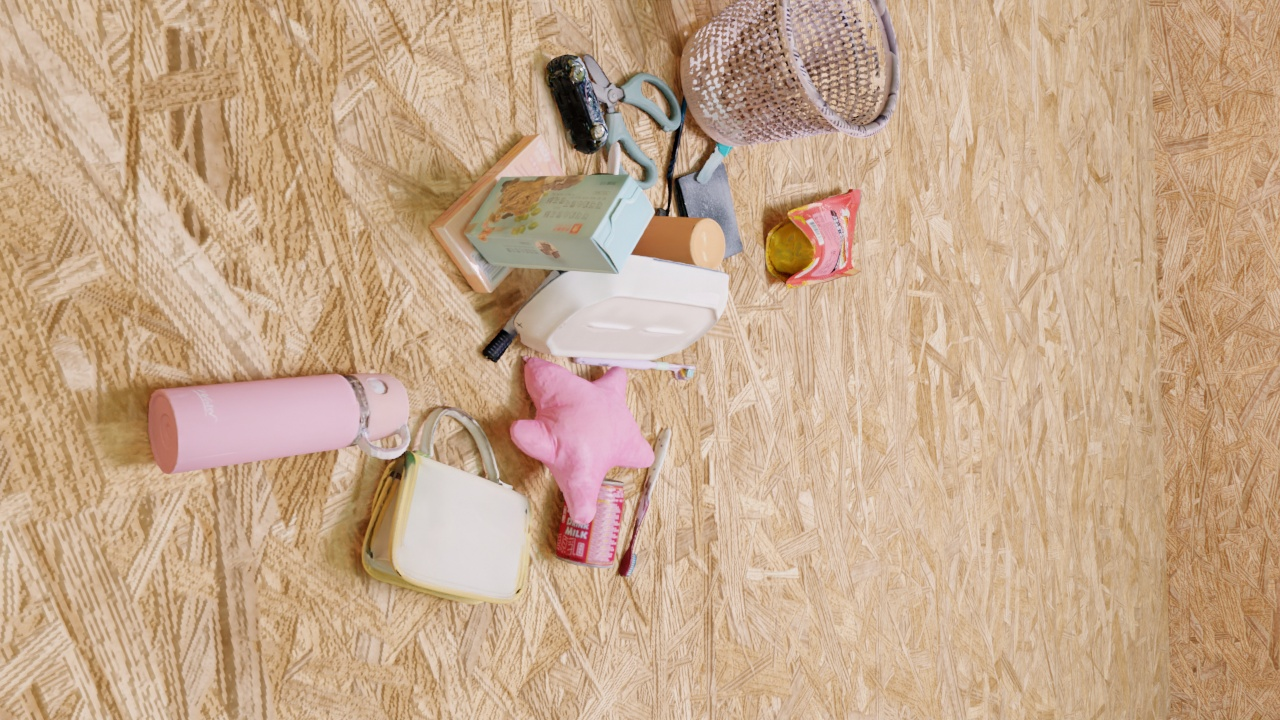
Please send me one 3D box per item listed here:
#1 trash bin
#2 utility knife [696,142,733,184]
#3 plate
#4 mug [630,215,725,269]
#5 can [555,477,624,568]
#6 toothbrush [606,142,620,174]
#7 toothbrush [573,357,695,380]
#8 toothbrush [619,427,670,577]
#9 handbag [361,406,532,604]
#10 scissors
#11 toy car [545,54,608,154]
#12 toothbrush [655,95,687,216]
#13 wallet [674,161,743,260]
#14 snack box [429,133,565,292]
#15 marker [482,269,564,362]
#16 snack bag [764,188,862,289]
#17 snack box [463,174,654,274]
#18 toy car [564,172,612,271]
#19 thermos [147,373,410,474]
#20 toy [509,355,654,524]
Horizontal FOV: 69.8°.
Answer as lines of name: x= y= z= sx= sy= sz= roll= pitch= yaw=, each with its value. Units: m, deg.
trash bin: x=0.162 y=-0.348 z=1.076 sx=0.227 sy=0.193 sz=0.227 roll=8 pitch=78 yaw=-43
utility knife: x=0.119 y=-0.295 z=1.175 sx=0.029 sy=0.013 sz=0.208 roll=53 pitch=54 yaw=-32
plate: x=-0.009 y=-0.045 z=0.973 sx=0.265 sy=0.162 sz=0.034 roll=4 pitch=56 yaw=-48
mug: x=0.030 y=-0.127 z=1.027 sx=0.078 sy=0.123 sz=0.078 roll=-6 pitch=98 yaw=-46
can: x=-0.054 y=0.176 z=1.010 sx=0.066 sy=0.067 sz=0.093 roll=14 pitch=84 yaw=-46
toothbrush: x=-0.036 y=-0.152 z=1.025 sx=0.016 sy=0.016 sz=0.180 roll=-3 pitch=101 yaw=-55
toothbrush: x=-0.006 y=0.006 z=1.078 sx=0.188 sy=0.029 sz=0.021 roll=8 pitch=48 yaw=-44
toothbrush: x=0.008 y=0.171 z=1.111 sx=0.017 sy=0.016 sz=0.187 roll=32 pitch=71 yaw=-51
handbag: x=-0.180 y=0.139 z=0.894 sx=0.163 sy=0.063 sz=0.178 roll=30 pitch=58 yaw=-43
scissors: x=-0.009 y=-0.292 z=1.047 sx=0.168 sy=0.019 sz=0.177 roll=-52 pitch=127 yaw=-27
toy car: x=-0.065 y=-0.270 z=0.969 sx=0.031 sy=0.049 sz=0.106 roll=-38 pitch=120 yaw=-34
toothbrush: x=0.039 y=-0.242 z=1.104 sx=0.016 sy=0.014 sz=0.189 roll=13 pitch=83 yaw=-20
wallet: x=0.086 y=-0.182 z=1.156 sx=0.097 sy=0.019 sz=0.121 roll=-29 pitch=113 yaw=-43
snack box: x=-0.133 y=-0.149 z=0.925 sx=0.156 sy=0.026 sz=0.084 roll=-52 pitch=127 yaw=-29
marker: x=-0.119 y=-0.048 z=0.958 sx=0.130 sy=0.018 sz=0.023 roll=-52 pitch=153 yaw=-29
snack bag: x=0.261 y=-0.171 z=1.307 sx=0.207 sy=0.073 sz=0.129 roll=-22 pitch=114 yaw=-48
snack box: x=-0.077 y=-0.126 z=0.840 sx=0.051 sy=0.175 sz=0.074 roll=51 pitch=58 yaw=-41
toy car: x=-0.048 y=-0.144 z=0.995 sx=0.045 sy=0.053 sz=0.120 roll=20 pitch=81 yaw=-60
thermos: x=-0.285 y=0.054 z=0.752 sx=0.198 sy=0.087 sz=0.067 roll=-4 pitch=141 yaw=-45
toy: x=-0.062 y=0.062 z=0.974 sx=0.178 sy=0.075 sz=0.194 roll=55 pitch=39 yaw=-4
